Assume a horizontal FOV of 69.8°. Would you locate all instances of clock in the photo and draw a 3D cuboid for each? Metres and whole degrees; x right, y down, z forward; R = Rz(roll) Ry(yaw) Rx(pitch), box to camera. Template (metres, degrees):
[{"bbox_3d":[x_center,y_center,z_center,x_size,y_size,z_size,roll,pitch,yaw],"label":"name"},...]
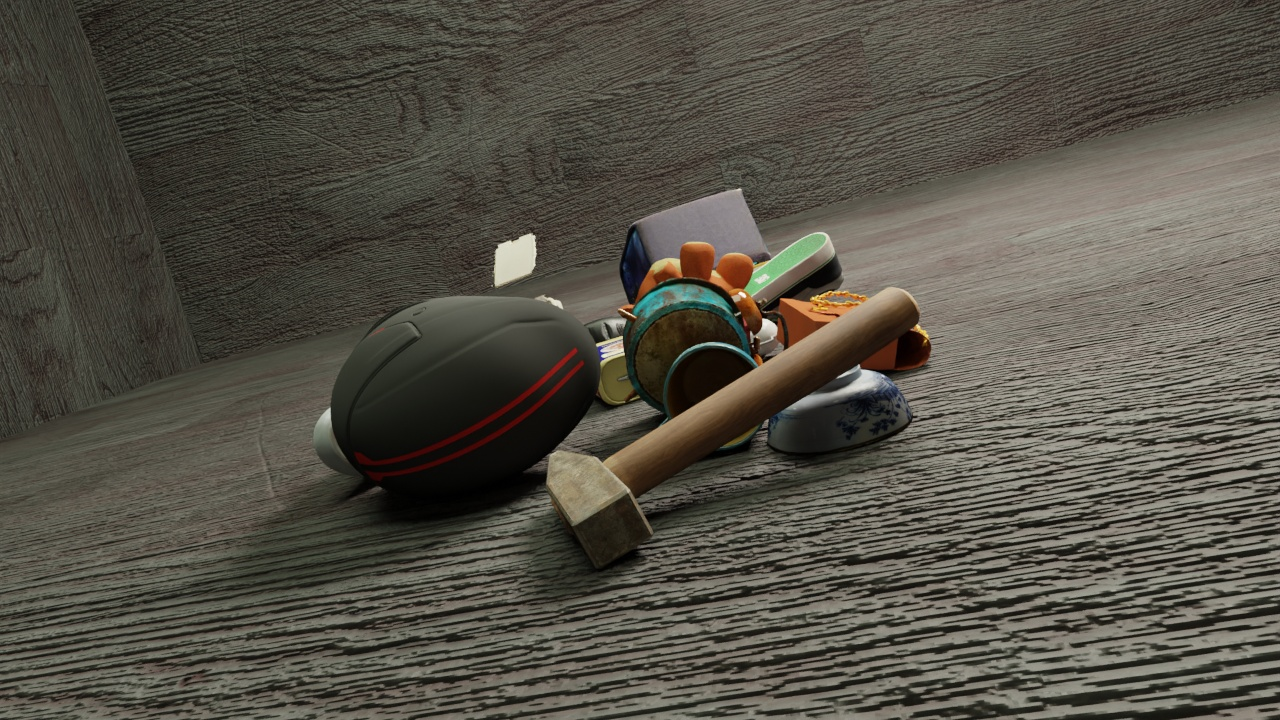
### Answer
[{"bbox_3d":[0.060,-0.015,0.864,0.157,0.121,0.073,-5,23,-2],"label":"clock"},{"bbox_3d":[0.102,-0.019,1.030,0.087,0.044,0.125,-19,11,-21],"label":"clock"}]

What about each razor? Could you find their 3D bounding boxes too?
[{"bbox_3d":[-0.021,-0.036,1.302,0.151,0.054,0.067,-13,-17,-25],"label":"razor"}]

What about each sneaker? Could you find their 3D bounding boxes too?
[{"bbox_3d":[0.151,-0.064,1.160,0.235,0.079,0.084,-32,25,2],"label":"sneaker"},{"bbox_3d":[-0.279,0.074,0.990,0.091,0.089,0.241,-15,3,22],"label":"sneaker"}]

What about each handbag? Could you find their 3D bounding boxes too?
[{"bbox_3d":[0.204,-0.033,0.898,0.109,0.060,0.171,4,10,-2],"label":"handbag"},{"bbox_3d":[0.082,-0.138,1.376,0.204,0.125,0.222,-19,-17,-7],"label":"handbag"}]

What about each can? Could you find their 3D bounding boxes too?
[{"bbox_3d":[-0.006,0.006,1.021,0.116,0.056,0.092,-17,12,-13],"label":"can"}]

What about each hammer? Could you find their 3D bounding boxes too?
[{"bbox_3d":[0.071,0.031,0.657,0.300,0.037,0.158,-30,13,-10],"label":"hammer"}]

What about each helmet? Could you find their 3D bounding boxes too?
[{"bbox_3d":[-0.161,0.034,0.795,0.265,0.164,0.169,-23,26,8],"label":"helmet"}]

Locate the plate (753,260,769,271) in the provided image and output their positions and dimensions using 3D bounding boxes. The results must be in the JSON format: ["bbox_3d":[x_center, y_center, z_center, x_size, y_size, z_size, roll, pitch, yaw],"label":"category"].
[{"bbox_3d":[0.156,-0.097,1.290,0.230,0.021,0.230,-19,-9,-3],"label":"plate"}]

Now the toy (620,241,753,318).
[{"bbox_3d":[0.049,-0.075,1.089,0.112,0.096,0.177,12,-43,-37],"label":"toy"}]

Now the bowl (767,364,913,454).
[{"bbox_3d":[0.148,0.030,0.707,0.114,0.045,0.114,-15,11,3],"label":"bowl"}]

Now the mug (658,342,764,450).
[{"bbox_3d":[0.051,0.034,0.764,0.112,0.084,0.104,-43,1,8],"label":"mug"}]

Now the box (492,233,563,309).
[{"bbox_3d":[-0.190,-0.070,1.231,0.144,0.193,0.106,-18,-8,12],"label":"box"}]
